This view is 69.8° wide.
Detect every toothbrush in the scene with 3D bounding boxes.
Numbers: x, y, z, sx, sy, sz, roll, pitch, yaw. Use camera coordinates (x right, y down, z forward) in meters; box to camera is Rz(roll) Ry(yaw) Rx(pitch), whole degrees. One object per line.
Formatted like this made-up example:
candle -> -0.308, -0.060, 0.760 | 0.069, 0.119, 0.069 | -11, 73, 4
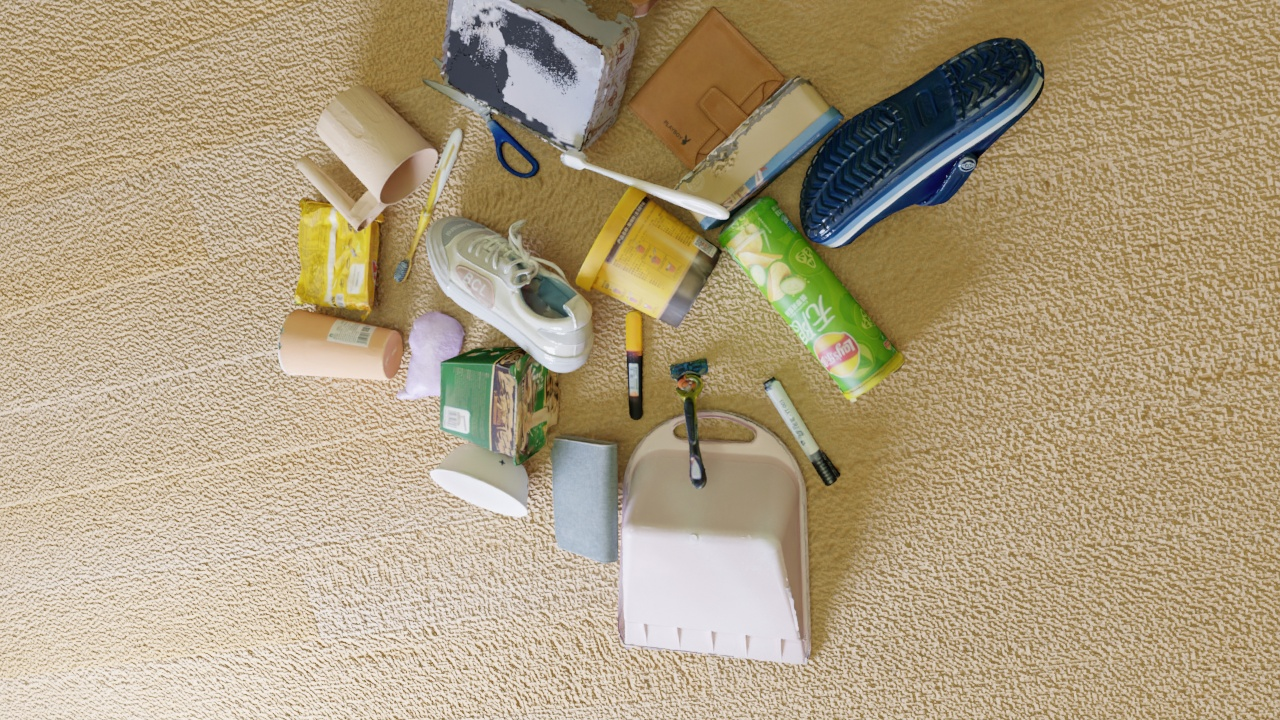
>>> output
toothbrush -> 0.004, -0.172, 0.892 | 0.180, 0.016, 0.016 | 23, 138, 14
toothbrush -> -0.240, -0.172, 1.032 | 0.016, 0.018, 0.192 | 27, 106, 4

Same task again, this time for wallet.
wallet -> 0.066, -0.272, 0.931 | 0.108, 0.031, 0.132 | 47, 109, 3
wallet -> -0.060, 0.151, 1.023 | 0.107, 0.036, 0.130 | 4, 96, 50

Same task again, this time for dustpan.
dustpan -> 0.086, 0.200, 1.029 | 0.223, 0.138, 0.274 | 4, 129, 12

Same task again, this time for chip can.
chip can -> 0.169, -0.065, 0.922 | 0.073, 0.072, 0.221 | -40, 89, 17

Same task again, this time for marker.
marker -> 0.172, 0.075, 0.977 | 0.023, 0.018, 0.130 | -31, 93, 9
marker -> -0.006, 0.006, 1.011 | 0.018, 0.015, 0.124 | 3, 104, 15

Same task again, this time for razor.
razor -> 0.054, 0.065, 0.970 | 0.043, 0.022, 0.142 | -11, 68, 19

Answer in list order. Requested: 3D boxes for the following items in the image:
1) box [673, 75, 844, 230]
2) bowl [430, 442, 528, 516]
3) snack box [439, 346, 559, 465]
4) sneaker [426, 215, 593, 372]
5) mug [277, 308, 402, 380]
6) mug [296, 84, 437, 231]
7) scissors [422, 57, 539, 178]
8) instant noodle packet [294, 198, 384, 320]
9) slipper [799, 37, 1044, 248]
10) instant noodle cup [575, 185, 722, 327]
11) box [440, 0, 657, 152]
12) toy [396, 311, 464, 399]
box -> 0.119, -0.205, 0.898 | 0.185, 0.089, 0.059 | -38, 89, 23
bowl -> -0.171, 0.124, 1.041 | 0.118, 0.118, 0.064 | 18, 65, 10
snack box -> -0.158, 0.039, 1.004 | 0.106, 0.117, 0.118 | 7, 103, 17
sneaker -> -0.140, -0.091, 0.951 | 0.242, 0.089, 0.091 | 40, 145, 23
mug -> -0.344, -0.015, 1.063 | 0.123, 0.078, 0.078 | 7, 102, 8
mug -> -0.301, -0.221, 1.001 | 0.125, 0.084, 0.103 | -45, 86, 5
scissors -> -0.168, -0.262, 1.001 | 0.171, 0.012, 0.141 | 5, 101, 14
instant noodle packet -> -0.348, -0.116, 1.058 | 0.111, 0.044, 0.128 | 10, 99, 19
slipper -> 0.263, -0.198, 0.867 | 0.095, 0.105, 0.253 | 28, 129, -35
instant noodle cup -> 0.012, -0.101, 0.936 | 0.114, 0.118, 0.119 | 30, 106, -1
box -> -0.076, -0.347, 0.933 | 0.180, 0.157, 0.226 | 28, 64, 7
toy -> -0.234, -0.003, 1.054 | 0.084, 0.039, 0.108 | 7, 98, -2
